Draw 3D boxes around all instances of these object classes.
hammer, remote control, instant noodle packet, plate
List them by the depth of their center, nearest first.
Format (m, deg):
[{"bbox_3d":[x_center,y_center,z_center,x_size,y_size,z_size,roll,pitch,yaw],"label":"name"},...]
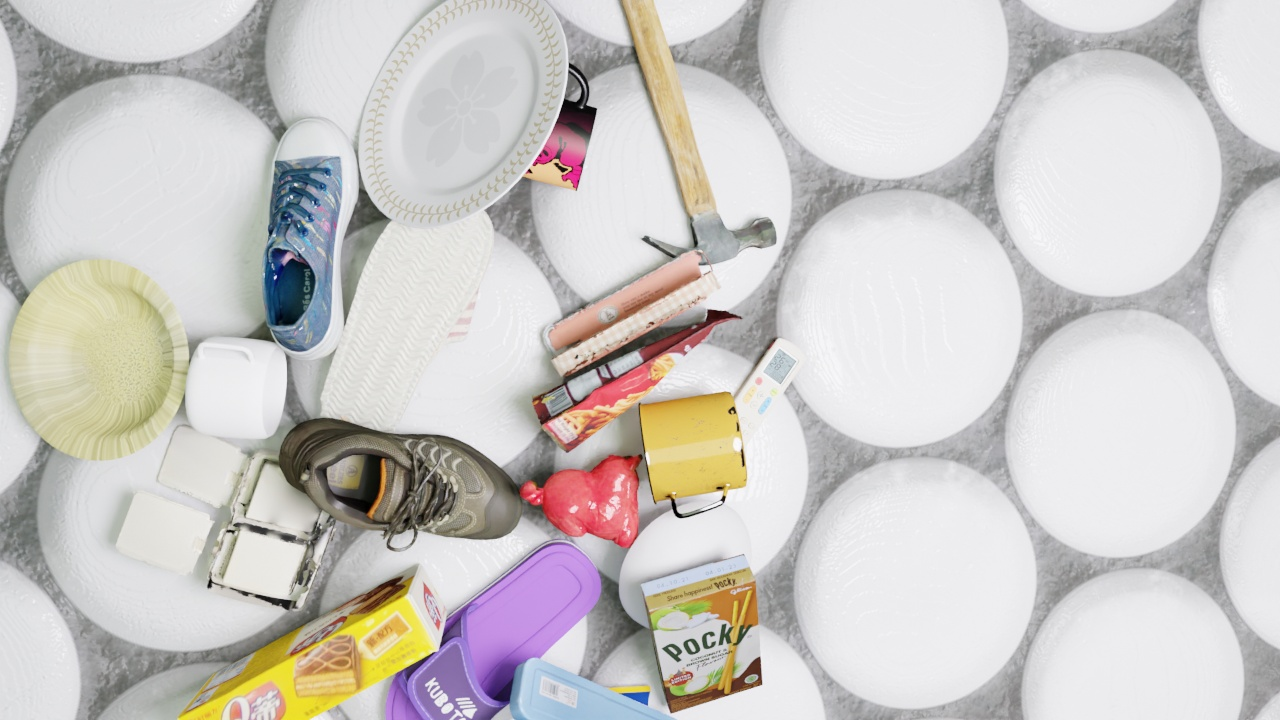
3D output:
[{"bbox_3d":[-0.165,-0.233,0.845,0.243,0.016,0.242,-9,71,28],"label":"plate"},{"bbox_3d":[-0.496,-0.001,0.859,0.184,0.036,0.184,0,91,9],"label":"plate"},{"bbox_3d":[0.029,-0.256,0.930,0.132,0.033,0.330,-18,94,-5],"label":"hammer"},{"bbox_3d":[-0.034,0.405,0.949,0.087,0.026,0.134,1,92,-12],"label":"instant noodle packet"},{"bbox_3d":[0.125,0.035,0.959,0.038,0.018,0.125,36,87,-7],"label":"remote control"}]

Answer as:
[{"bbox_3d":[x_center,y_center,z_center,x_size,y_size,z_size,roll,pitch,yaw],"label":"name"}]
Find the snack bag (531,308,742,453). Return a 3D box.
[{"bbox_3d":[-0.005,0.005,0.885,0.208,0.139,0.066,-35,90,-2],"label":"snack bag"}]

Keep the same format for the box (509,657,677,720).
[{"bbox_3d":[-0.053,0.368,0.899,0.209,0.072,0.086,34,118,-25],"label":"box"}]

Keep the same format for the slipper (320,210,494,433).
[{"bbox_3d":[-0.226,-0.041,0.897,0.115,0.052,0.263,27,99,-11],"label":"slipper"}]

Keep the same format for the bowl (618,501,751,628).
[{"bbox_3d":[0.054,0.215,0.912,0.149,0.043,0.150,-11,116,-24],"label":"bowl"}]

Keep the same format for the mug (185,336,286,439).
[{"bbox_3d":[-0.375,0.019,0.848,0.068,0.116,0.094,5,54,-8],"label":"mug"}]

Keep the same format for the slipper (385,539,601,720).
[{"bbox_3d":[-0.148,0.292,0.901,0.266,0.084,0.107,-43,96,-4],"label":"slipper"}]

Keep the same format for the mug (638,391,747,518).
[{"bbox_3d":[0.054,0.093,0.892,0.094,0.101,0.123,-9,56,2],"label":"mug"}]

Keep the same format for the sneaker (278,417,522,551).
[{"bbox_3d":[-0.206,0.116,0.843,0.237,0.143,0.101,19,89,-24],"label":"sneaker"}]

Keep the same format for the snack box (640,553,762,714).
[{"bbox_3d":[0.064,0.272,0.899,0.101,0.031,0.186,-15,131,-6],"label":"snack box"}]

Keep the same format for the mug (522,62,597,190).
[{"bbox_3d":[-0.094,-0.232,0.879,0.098,0.081,0.118,14,121,-8],"label":"mug"}]

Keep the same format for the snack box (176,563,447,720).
[{"bbox_3d":[-0.302,0.285,0.868,0.230,0.110,0.061,-28,96,-5],"label":"snack box"}]

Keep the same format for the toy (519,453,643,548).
[{"bbox_3d":[-0.058,0.123,0.906,0.132,0.088,0.094,18,90,-28],"label":"toy"}]

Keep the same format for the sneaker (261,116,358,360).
[{"bbox_3d":[-0.318,-0.120,0.848,0.087,0.079,0.235,-1,80,5],"label":"sneaker"}]

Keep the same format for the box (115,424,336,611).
[{"bbox_3d":[-0.388,0.148,0.885,0.187,0.058,0.144,22,88,-11],"label":"box"}]

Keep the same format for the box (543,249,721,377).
[{"bbox_3d":[-0.010,-0.048,0.906,0.187,0.056,0.071,-29,69,4],"label":"box"}]
